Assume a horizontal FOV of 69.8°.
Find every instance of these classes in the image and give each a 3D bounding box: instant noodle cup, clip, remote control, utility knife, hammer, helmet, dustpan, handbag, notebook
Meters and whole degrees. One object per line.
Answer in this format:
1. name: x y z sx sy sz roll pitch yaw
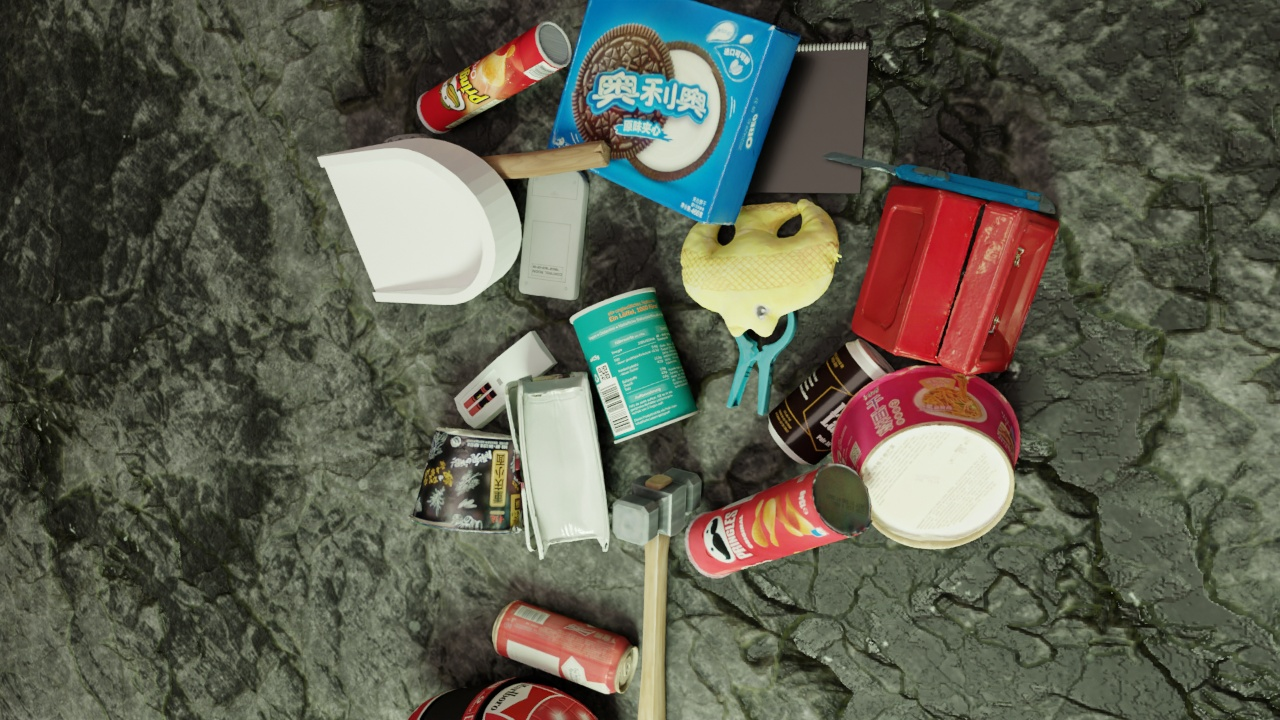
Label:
1. instant noodle cup: 0.272 0.101 0.863 0.179 0.077 0.179 4 117 7
2. clip: 0.144 -0.007 0.977 0.121 0.031 0.130 -9 91 19
3. remote control: -0.169 0.027 1.112 0.144 0.024 0.049 -40 79 21
4. utility knife: 0.287 -0.176 0.891 0.225 0.031 0.015 15 133 17
5. hammer: 0.016 0.283 1.023 0.051 0.117 0.323 11 108 31
6. remote control: -0.100 -0.149 1.070 0.074 0.019 0.151 10 99 22
7. helmet: -0.139 0.476 1.044 0.225 0.197 0.271 -45 77 28
8. dustpan: -0.261 -0.154 1.064 0.258 0.053 0.192 -1 118 30
9. handbag: -0.092 0.112 1.027 0.096 0.142 0.198 -8 90 -7
10. hammer: -0.171 -0.218 1.042 0.329 0.052 0.098 4 105 34
11. instant noodle cup: -0.196 0.138 1.084 0.137 0.137 0.112 6 86 23
12. notebook: 0.128 -0.250 0.956 0.207 0.016 0.149 4 98 18

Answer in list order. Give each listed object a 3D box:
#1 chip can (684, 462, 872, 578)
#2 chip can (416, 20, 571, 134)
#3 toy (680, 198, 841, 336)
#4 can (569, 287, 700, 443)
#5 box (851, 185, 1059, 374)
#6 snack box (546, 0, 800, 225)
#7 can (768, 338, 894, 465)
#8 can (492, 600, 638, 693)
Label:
1. chip can: 0.130 0.161 0.906 0.073 0.073 0.234 62 147 7
2. chip can: -0.168 -0.315 1.033 0.215 0.051 0.052 -12 90 41
3. toy: 0.122 -0.098 0.947 0.171 0.064 0.154 1 69 22
4. can: -0.006 0.006 1.000 0.099 0.099 0.144 -22 86 23
5. box: 0.277 -0.081 0.862 0.156 0.146 0.157 23 103 31
6. snack box: 0.026 -0.271 0.944 0.239 0.056 0.196 31 112 32
7. can: 0.195 0.043 0.932 0.129 0.071 0.072 -45 77 20
8. can: -0.090 0.338 1.083 0.170 0.067 0.067 12 99 21
